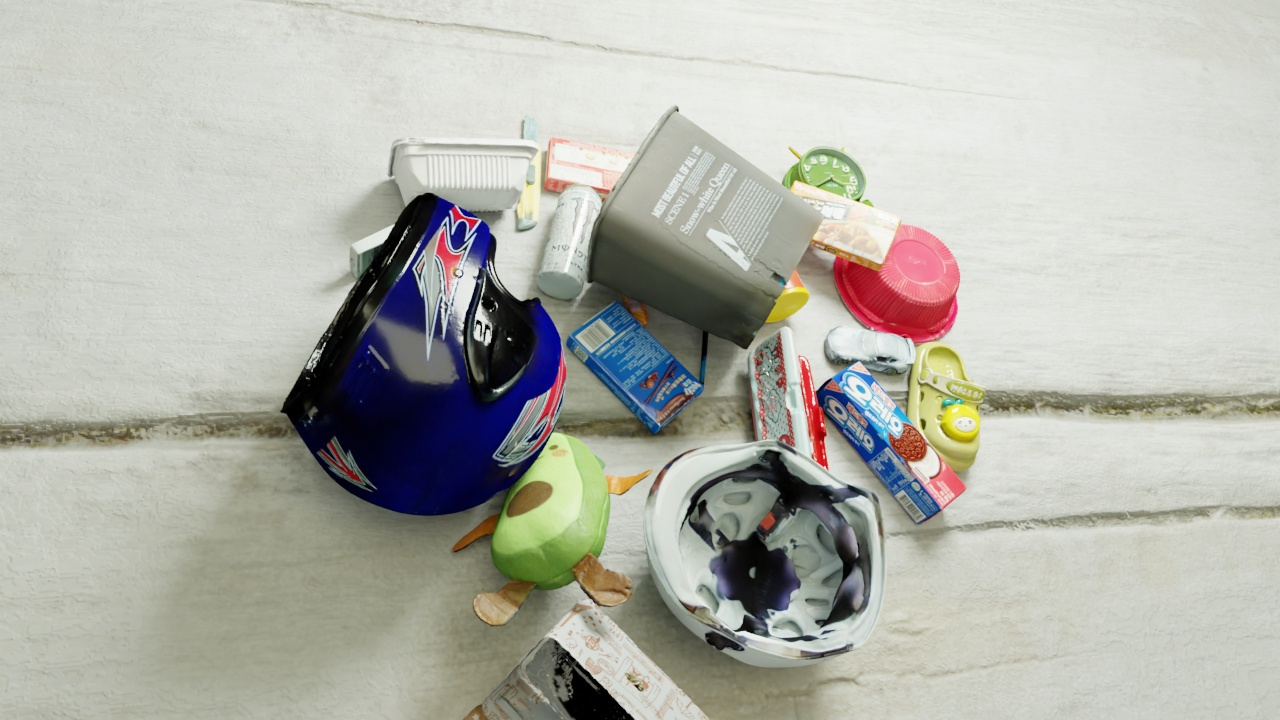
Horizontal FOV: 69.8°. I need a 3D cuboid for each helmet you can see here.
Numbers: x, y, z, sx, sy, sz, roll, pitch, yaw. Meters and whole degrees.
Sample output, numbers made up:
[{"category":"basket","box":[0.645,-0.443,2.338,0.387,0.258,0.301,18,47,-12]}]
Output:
[{"category":"helmet","box":[-0.194,0.006,0.933,0.240,0.248,0.314,35,49,-22]},{"category":"helmet","box":[0.119,0.211,0.966,0.258,0.146,0.228,16,57,0]}]

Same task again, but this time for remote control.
[{"category":"remote control","box":[-0.284,-0.144,1.096,0.134,0.056,0.019,-33,76,-30]}]

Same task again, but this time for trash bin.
[{"category":"trash bin","box":[0.076,-0.143,1.080,0.220,0.199,0.198,30,72,5]}]

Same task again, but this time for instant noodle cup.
[{"category":"instant noodle cup","box":[0.369,-0.120,1.274,0.193,0.066,0.193,7,59,-12]},{"category":"instant noodle cup","box":[-0.218,-0.223,1.125,0.173,0.138,0.060,-5,85,-19]}]

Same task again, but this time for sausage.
[{"category":"sausage","box":[-0.021,-0.109,1.175,0.021,0.022,0.165,-10,65,-22]}]

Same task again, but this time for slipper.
[{"category":"slipper","box":[0.396,0.047,1.181,0.091,0.082,0.190,12,56,-7]}]

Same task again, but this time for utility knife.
[{"category":"utility knife","box":[-0.149,-0.252,1.225,0.031,0.020,0.195,9,55,-19]}]

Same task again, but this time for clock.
[{"category":"clock","box":[0.271,-0.238,1.315,0.116,0.056,0.161,-4,64,-18]}]

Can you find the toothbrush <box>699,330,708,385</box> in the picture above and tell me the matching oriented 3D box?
[{"category":"toothbrush","box":[0.082,-0.043,1.175,0.016,0.014,0.189,12,60,-9]}]

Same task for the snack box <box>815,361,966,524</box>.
[{"category":"snack box","box":[0.305,0.100,1.136,0.058,0.057,0.207,-29,72,-31]}]

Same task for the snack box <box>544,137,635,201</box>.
[{"category":"snack box","box":[-0.052,-0.254,1.245,0.153,0.026,0.075,8,59,-12]}]

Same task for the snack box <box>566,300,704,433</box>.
[{"category":"snack box","box":[-0.007,0.006,1.112,0.157,0.026,0.084,45,59,10]}]

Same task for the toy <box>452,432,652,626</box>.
[{"category":"toy","box":[-0.090,0.160,0.932,0.227,0.090,0.246,-18,33,7]}]

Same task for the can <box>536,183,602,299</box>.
[{"category":"can","box":[-0.088,-0.150,1.157,0.058,0.058,0.146,16,58,-8]}]

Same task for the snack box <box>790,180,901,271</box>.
[{"category":"snack box","box":[0.265,-0.182,1.236,0.154,0.026,0.075,23,76,13]}]

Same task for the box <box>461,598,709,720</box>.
[{"category":"box","box":[-0.083,0.372,0.847,0.179,0.130,0.272,44,88,9]}]

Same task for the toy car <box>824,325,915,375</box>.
[{"category":"toy car","box":[0.304,-0.016,1.214,0.120,0.037,0.054,9,60,-9]}]

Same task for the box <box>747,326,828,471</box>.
[{"category":"box","box":[0.186,0.064,1.094,0.095,0.102,0.201,4,61,-14]}]

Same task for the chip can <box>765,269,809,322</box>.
[{"category":"chip can","box":[0.151,-0.159,1.225,0.073,0.073,0.216,-11,66,-22]}]
